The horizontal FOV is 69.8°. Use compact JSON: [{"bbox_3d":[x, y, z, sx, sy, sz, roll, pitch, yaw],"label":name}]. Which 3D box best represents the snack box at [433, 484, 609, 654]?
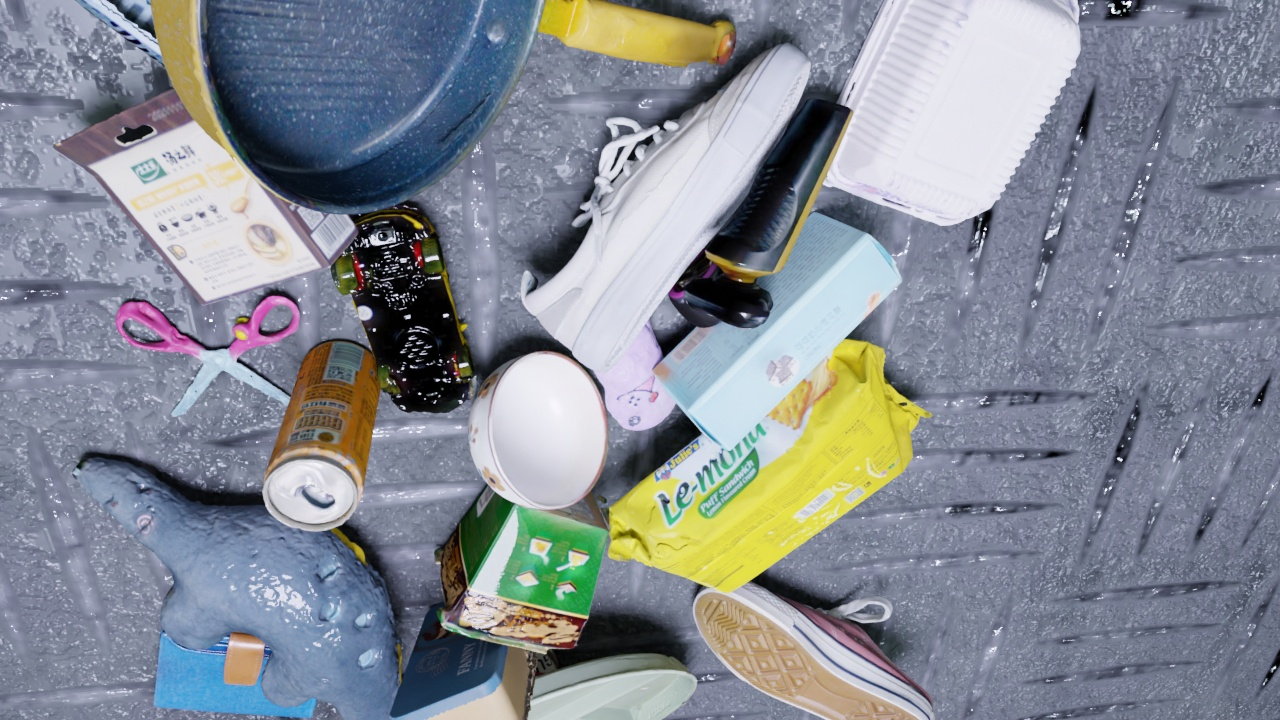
[{"bbox_3d":[-0.089,0.146,0.719,0.117,0.118,0.106,19,102,-21],"label":"snack box"}]

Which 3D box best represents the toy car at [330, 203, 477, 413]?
[{"bbox_3d":[-0.160,-0.030,0.633,0.071,0.041,0.156,-13,123,-3],"label":"toy car"}]

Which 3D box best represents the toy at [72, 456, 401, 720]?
[{"bbox_3d":[-0.273,0.189,0.708,0.138,0.091,0.356,-33,110,11],"label":"toy"}]

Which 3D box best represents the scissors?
[{"bbox_3d":[-0.295,-0.006,0.639,0.133,0.017,0.133,35,112,-30],"label":"scissors"}]

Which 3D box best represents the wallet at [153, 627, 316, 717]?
[{"bbox_3d":[-0.336,0.262,0.776,0.133,0.040,0.107,11,121,-19],"label":"wallet"}]

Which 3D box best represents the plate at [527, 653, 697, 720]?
[{"bbox_3d":[-0.061,0.315,0.817,0.230,0.027,0.231,-15,146,-11],"label":"plate"}]

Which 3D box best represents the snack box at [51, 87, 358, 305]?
[{"bbox_3d":[-0.253,-0.100,0.545,0.113,0.053,0.126,-11,125,25],"label":"snack box"}]

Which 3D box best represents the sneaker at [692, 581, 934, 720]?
[{"bbox_3d":[0.160,0.260,0.839,0.241,0.087,0.119,30,124,0],"label":"sneaker"}]

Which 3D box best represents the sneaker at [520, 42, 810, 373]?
[{"bbox_3d":[0.011,-0.112,0.600,0.091,0.089,0.242,38,96,7],"label":"sneaker"}]

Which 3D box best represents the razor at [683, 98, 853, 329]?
[{"bbox_3d":[0.090,-0.097,0.599,0.067,0.062,0.167,34,83,-52],"label":"razor"}]

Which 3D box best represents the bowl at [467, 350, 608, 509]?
[{"bbox_3d":[-0.083,0.053,0.671,0.062,0.113,0.113,-12,131,42],"label":"bowl"}]

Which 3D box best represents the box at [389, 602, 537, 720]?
[{"bbox_3d":[-0.132,0.244,0.716,0.090,0.184,0.062,-23,101,0],"label":"box"}]

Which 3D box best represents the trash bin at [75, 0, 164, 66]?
[{"bbox_3d":[-0.196,-0.257,0.410,0.195,0.226,0.226,-47,118,2],"label":"trash bin"}]

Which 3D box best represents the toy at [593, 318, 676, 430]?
[{"bbox_3d":[-0.004,0.004,0.685,0.083,0.039,0.108,-33,121,-16],"label":"toy"}]

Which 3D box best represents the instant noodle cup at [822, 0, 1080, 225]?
[{"bbox_3d":[0.211,-0.173,0.609,0.138,0.060,0.174,14,118,-18],"label":"instant noodle cup"}]

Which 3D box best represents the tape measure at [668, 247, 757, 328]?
[{"bbox_3d":[0.048,-0.054,0.649,0.058,0.057,0.039,-44,115,6],"label":"tape measure"}]

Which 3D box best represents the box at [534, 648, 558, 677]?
[{"bbox_3d":[-0.153,0.294,0.831,0.164,0.060,0.072,-19,102,0],"label":"box"}]

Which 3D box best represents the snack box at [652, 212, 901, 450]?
[{"bbox_3d":[0.093,-0.023,0.647,0.175,0.074,0.051,-45,119,2],"label":"snack box"}]

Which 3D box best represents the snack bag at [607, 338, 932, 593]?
[{"bbox_3d":[0.106,0.092,0.709,0.247,0.068,0.158,-39,144,11],"label":"snack bag"}]

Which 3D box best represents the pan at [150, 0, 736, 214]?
[{"bbox_3d":[-0.060,-0.173,0.459,0.078,0.356,0.198,32,120,20],"label":"pan"}]

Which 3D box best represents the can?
[{"bbox_3d":[-0.207,0.045,0.607,0.058,0.146,0.058,-4,120,-7],"label":"can"}]
